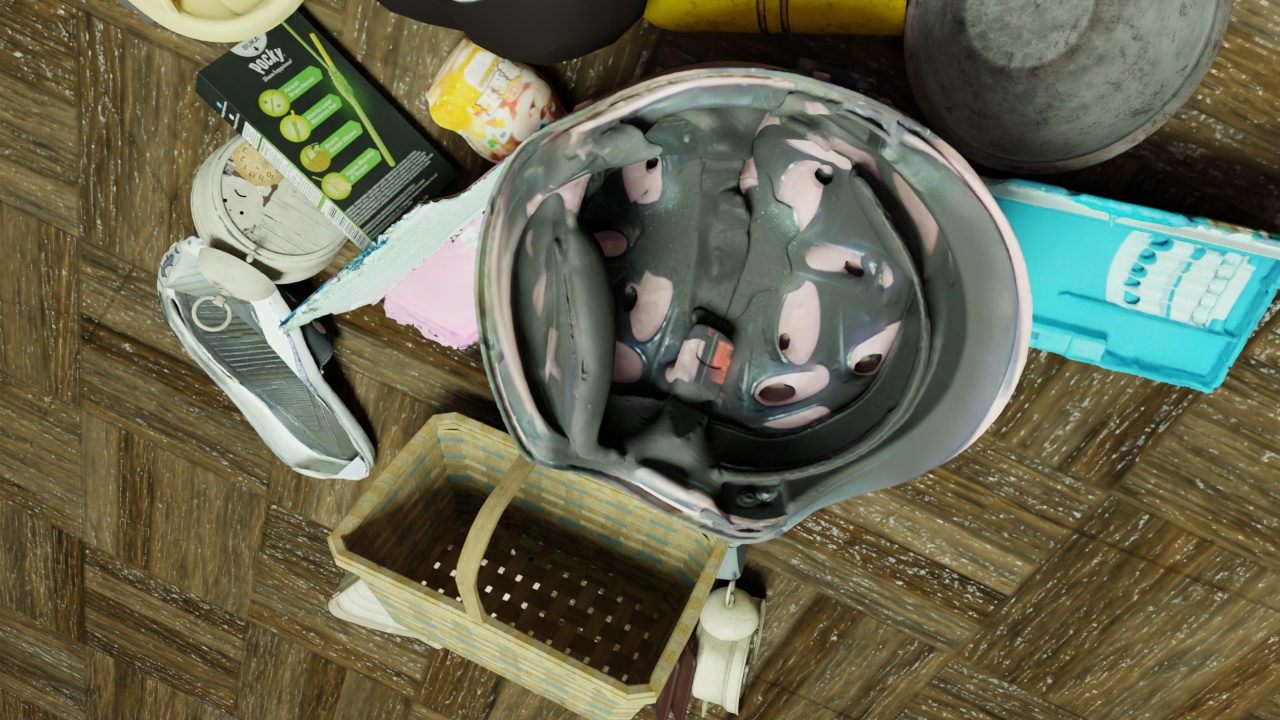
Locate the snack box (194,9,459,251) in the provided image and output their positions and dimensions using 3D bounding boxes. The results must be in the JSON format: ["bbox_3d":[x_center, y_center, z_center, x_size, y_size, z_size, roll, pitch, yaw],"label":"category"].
[{"bbox_3d":[-0.201,-0.148,0.600,0.147,0.080,0.025,45,151,-12],"label":"snack box"}]

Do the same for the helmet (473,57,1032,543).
[{"bbox_3d":[0.053,-0.037,0.465,0.255,0.152,0.230,3,116,9],"label":"helmet"}]

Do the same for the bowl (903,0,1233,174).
[{"bbox_3d":[0.201,-0.173,0.456,0.145,0.067,0.145,3,119,5],"label":"bowl"}]

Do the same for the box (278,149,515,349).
[{"bbox_3d":[-0.112,-0.075,0.580,0.231,0.160,0.062,-28,67,39],"label":"box"}]

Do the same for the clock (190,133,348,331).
[{"bbox_3d":[-0.248,-0.089,0.609,0.103,0.156,0.061,33,159,-26],"label":"clock"}]

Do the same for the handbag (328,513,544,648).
[{"bbox_3d":[-0.153,0.228,0.841,0.198,0.062,0.176,43,124,-17],"label":"handbag"}]

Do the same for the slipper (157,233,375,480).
[{"bbox_3d":[-0.288,-0.002,0.735,0.111,0.063,0.264,-1,133,18],"label":"slipper"}]

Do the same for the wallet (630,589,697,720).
[{"bbox_3d":[0.015,0.231,0.757,0.018,0.115,0.092,-3,125,-17],"label":"wallet"}]

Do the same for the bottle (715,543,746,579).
[{"bbox_3d":[0.001,0.133,0.733,0.161,0.046,0.072,2,121,17],"label":"bottle"}]

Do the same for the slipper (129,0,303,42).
[{"bbox_3d":[-0.317,-0.288,0.532,0.261,0.079,0.111,37,99,-1],"label":"slipper"}]

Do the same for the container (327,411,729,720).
[{"bbox_3d":[-0.075,0.125,0.635,0.250,0.157,0.187,21,137,14],"label":"container"}]

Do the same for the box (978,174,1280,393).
[{"bbox_3d":[0.241,-0.066,0.512,0.227,0.085,0.170,15,157,8],"label":"box"}]

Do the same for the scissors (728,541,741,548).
[{"bbox_3d":[0.049,0.077,0.696,0.161,0.117,0.014,54,157,20],"label":"scissors"}]

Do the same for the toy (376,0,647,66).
[{"bbox_3d":[-0.068,-0.205,0.460,0.184,0.158,0.140,43,152,32],"label":"toy"}]

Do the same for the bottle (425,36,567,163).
[{"bbox_3d":[-0.077,-0.150,0.572,0.109,0.063,0.063,34,126,-23],"label":"bottle"}]

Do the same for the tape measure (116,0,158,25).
[{"bbox_3d":[-0.324,-0.256,0.598,0.059,0.038,0.058,45,123,-12],"label":"tape measure"}]

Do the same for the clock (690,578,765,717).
[{"bbox_3d":[0.067,0.221,0.736,0.055,0.092,0.141,11,133,16],"label":"clock"}]

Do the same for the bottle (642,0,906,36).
[{"bbox_3d":[0.058,-0.209,0.486,0.164,0.070,0.071,6,123,14],"label":"bottle"}]
